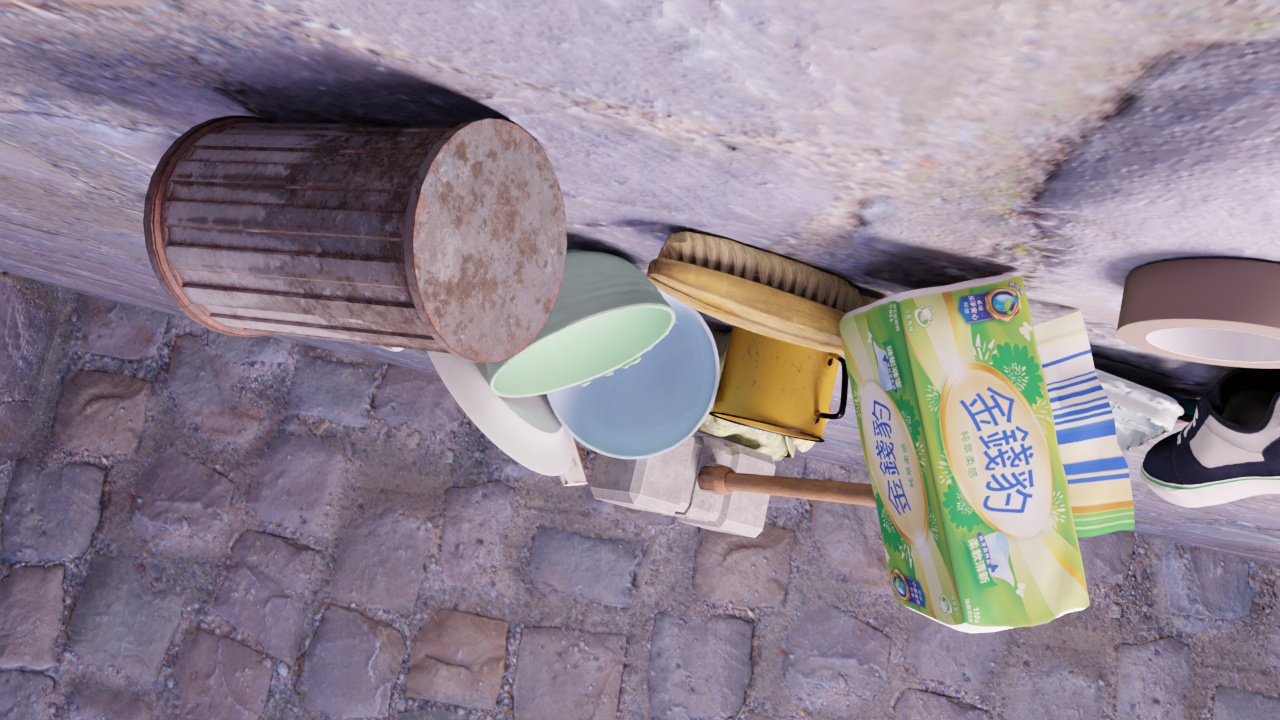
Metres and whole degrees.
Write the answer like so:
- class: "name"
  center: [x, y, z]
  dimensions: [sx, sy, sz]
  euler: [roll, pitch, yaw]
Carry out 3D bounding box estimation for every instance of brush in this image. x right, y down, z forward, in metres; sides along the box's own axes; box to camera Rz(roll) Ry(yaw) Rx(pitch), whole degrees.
- class: "brush"
  center: [0.096, -0.041, 0.615]
  dimensions: [0.195, 0.043, 0.059]
  euler: [16, 171, -19]

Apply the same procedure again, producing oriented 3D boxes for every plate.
- class: "plate"
  center: [-0.113, 0.013, 0.774]
  dimensions: [0.188, 0.016, 0.188]
  euler: [49, -166, -17]

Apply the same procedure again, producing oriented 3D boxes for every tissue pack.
- class: "tissue pack"
  center: [0.218, 0.048, 0.549]
  dimensions: [0.141, 0.197, 0.120]
  euler: [-10, -177, -7]

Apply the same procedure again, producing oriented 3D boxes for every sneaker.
- class: "sneaker"
  center: [0.403, 0.045, 0.621]
  dimensions: [0.079, 0.084, 0.235]
  euler: [51, 175, 9]

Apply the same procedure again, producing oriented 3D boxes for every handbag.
- class: "handbag"
  center: [0.126, 0.040, 0.924]
  dimensions: [0.117, 0.113, 0.186]
  euler: [7, 170, 39]

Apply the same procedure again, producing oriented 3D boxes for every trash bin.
- class: "trash bin"
  center: [-0.162, -0.070, 0.510]
  dimensions: [0.211, 0.130, 0.130]
  euler: [7, 171, 29]

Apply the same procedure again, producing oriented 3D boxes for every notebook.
- class: "notebook"
  center: [-0.096, 0.028, 0.943]
  dimensions: [0.012, 0.208, 0.153]
  euler: [-18, 172, 1]

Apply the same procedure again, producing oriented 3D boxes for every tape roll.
- class: "tape roll"
  center: [0.291, -0.022, 0.457]
  dimensions: [0.094, 0.030, 0.094]
  euler: [13, 173, 1]

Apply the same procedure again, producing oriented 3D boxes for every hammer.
- class: "hammer"
  center: [0.108, 0.108, 0.803]
  dimensions: [0.162, 0.082, 0.318]
  euler: [21, 166, -31]

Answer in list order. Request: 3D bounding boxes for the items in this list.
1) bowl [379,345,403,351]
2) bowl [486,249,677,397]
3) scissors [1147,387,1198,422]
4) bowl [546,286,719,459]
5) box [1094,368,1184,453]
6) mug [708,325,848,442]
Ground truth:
- class: "bowl"
  center: [-0.236, -0.084, 0.696]
  dimensions: [0.176, 0.066, 0.177]
  euler: [32, 166, 9]
- class: "bowl"
  center: [-0.055, -0.035, 0.702]
  dimensions: [0.151, 0.077, 0.151]
  euler: [-21, 165, -6]
- class: "scissors"
  center: [0.413, 0.035, 0.727]
  dimensions: [0.126, 0.019, 0.144]
  euler: [19, 174, -22]
- class: "bowl"
  center: [-0.005, 0.005, 0.805]
  dimensions: [0.150, 0.150, 0.074]
  euler: [12, -171, 4]
- class: "box"
  center: [0.313, 0.023, 0.734]
  dimensions: [0.189, 0.037, 0.208]
  euler: [25, 178, 23]
- class: "mug"
  center: [0.127, 0.014, 0.782]
  dimensions: [0.100, 0.094, 0.124]
  euler: [19, 172, -42]
